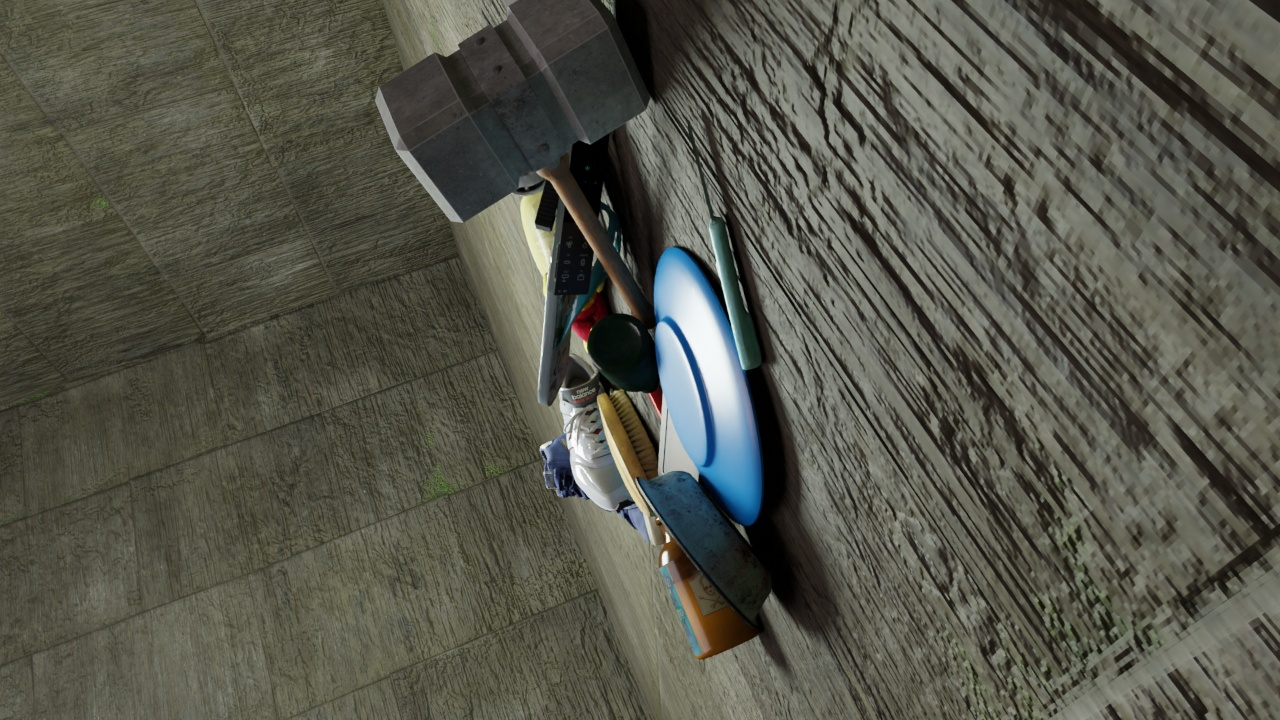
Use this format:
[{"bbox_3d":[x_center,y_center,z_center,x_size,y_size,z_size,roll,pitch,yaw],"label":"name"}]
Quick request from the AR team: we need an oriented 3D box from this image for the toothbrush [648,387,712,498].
[{"bbox_3d":[0.039,0.086,0.921,0.018,0.012,0.212,92,155,-62],"label":"toothbrush"}]

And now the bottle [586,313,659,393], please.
[{"bbox_3d":[-0.005,0.005,0.855,0.174,0.055,0.055,54,-168,-74],"label":"bottle"}]

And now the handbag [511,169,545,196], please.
[{"bbox_3d":[-0.114,-0.231,0.889,0.185,0.047,0.124,-97,-10,-72],"label":"handbag"}]

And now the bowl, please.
[{"bbox_3d":[0.060,0.148,0.766,0.157,0.038,0.157,50,180,0],"label":"bowl"}]

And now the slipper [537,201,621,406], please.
[{"bbox_3d":[-0.057,-0.067,0.862,0.098,0.055,0.269,-64,-12,-60],"label":"slipper"}]

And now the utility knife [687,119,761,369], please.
[{"bbox_3d":[0.053,-0.070,0.580,0.022,0.015,0.166,-54,-48,-63],"label":"utility knife"}]

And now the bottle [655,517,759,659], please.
[{"bbox_3d":[0.057,0.211,0.914,0.068,0.067,0.157,104,144,-71],"label":"bottle"}]

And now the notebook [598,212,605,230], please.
[{"bbox_3d":[-0.086,-0.214,0.989,0.210,0.009,0.143,-134,25,-64],"label":"notebook"}]

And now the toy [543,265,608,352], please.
[{"bbox_3d":[-0.062,-0.058,1.045,0.137,0.067,0.105,63,178,-39],"label":"toy"}]

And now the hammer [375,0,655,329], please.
[{"bbox_3d":[-0.046,-0.117,0.720,0.083,0.163,0.318,61,-178,39],"label":"hammer"}]

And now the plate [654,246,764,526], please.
[{"bbox_3d":[0.041,0.024,0.719,0.224,0.024,0.224,164,91,-79],"label":"plate"}]

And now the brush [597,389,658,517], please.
[{"bbox_3d":[-0.010,0.107,1.093,0.195,0.043,0.059,-117,13,-45],"label":"brush"}]

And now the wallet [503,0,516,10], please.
[{"bbox_3d":[-0.104,-0.322,0.839,0.099,0.031,0.120,124,127,-73],"label":"wallet"}]

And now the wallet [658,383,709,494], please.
[{"bbox_3d":[0.040,0.087,0.865,0.091,0.018,0.116,-129,30,-51],"label":"wallet"}]

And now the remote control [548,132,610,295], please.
[{"bbox_3d":[-0.052,-0.128,0.776,0.013,0.034,0.150,35,123,50],"label":"remote control"}]

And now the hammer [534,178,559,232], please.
[{"bbox_3d":[-0.083,-0.155,0.951,0.325,0.015,0.095,150,135,-86],"label":"hammer"}]

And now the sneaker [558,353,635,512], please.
[{"bbox_3d":[-0.068,0.081,1.219,0.239,0.089,0.124,-118,10,-48],"label":"sneaker"}]

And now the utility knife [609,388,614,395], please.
[{"bbox_3d":[0.005,0.128,1.143,0.221,0.015,0.031,63,-176,30],"label":"utility knife"}]

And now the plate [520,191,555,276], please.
[{"bbox_3d":[-0.124,-0.157,1.200,0.184,0.036,0.184,159,90,-79],"label":"plate"}]

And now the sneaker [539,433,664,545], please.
[{"bbox_3d":[-0.067,0.184,1.316,0.091,0.118,0.233,84,162,-53],"label":"sneaker"}]
